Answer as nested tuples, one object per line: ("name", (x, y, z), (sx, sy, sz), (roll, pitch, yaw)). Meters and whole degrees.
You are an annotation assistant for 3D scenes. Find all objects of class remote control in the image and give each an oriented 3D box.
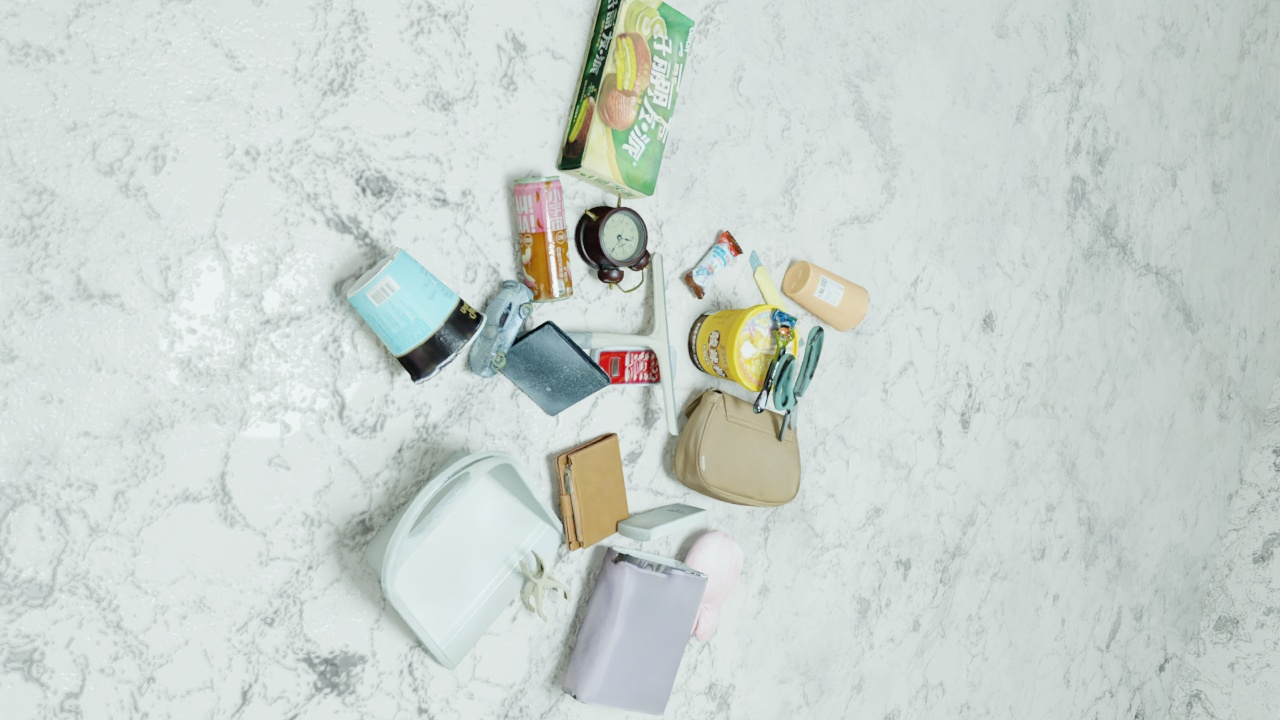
("remote control", (-0.007, 0.007, 1.224), (0.135, 0.020, 0.056), (0, 95, -36))
("remote control", (0.031, 0.218, 1.240), (0.134, 0.056, 0.019), (-7, 100, -50))

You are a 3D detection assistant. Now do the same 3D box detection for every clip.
("clip", (-0.132, 0.289, 1.144), (0.089, 0.035, 0.104), (-53, 139, -11))

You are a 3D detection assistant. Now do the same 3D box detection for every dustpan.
("dustpan", (-0.190, 0.218, 1.041), (0.222, 0.143, 0.258), (-48, 119, -22))

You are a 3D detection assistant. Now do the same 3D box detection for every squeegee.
("squeegee", (-0.058, -0.025, 1.153), (0.246, 0.039, 0.246), (0, 82, -29))

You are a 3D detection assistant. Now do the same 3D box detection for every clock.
("clock", (-0.031, -0.144, 1.165), (0.081, 0.055, 0.122), (-32, 111, -30))

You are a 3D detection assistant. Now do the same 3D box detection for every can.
("can", (-0.116, -0.145, 1.100), (0.057, 0.058, 0.147), (-13, 104, -35))

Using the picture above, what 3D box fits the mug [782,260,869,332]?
("mug", (0.279, -0.101, 1.393), (0.122, 0.078, 0.078), (24, 81, -32))

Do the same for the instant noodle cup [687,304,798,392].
("instant noodle cup", (0.136, -0.021, 1.268), (0.118, 0.115, 0.118), (-6, 100, -36))

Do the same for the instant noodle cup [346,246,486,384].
("instant noodle cup", (-0.248, -0.054, 0.993), (0.120, 0.111, 0.111), (48, 67, -21))

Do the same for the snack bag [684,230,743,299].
("snack bag", (0.101, -0.134, 1.283), (0.105, 0.026, 0.045), (-49, 124, -19))

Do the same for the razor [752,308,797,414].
("razor", (0.177, 0.004, 1.216), (0.042, 0.022, 0.142), (23, 83, -34))

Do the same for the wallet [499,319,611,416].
("wallet", (-0.109, 0.012, 1.112), (0.121, 0.097, 0.019), (46, 28, -30))

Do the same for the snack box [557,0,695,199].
("snack box", (-0.017, -0.333, 1.147), (0.114, 0.063, 0.240), (17, 85, -38))

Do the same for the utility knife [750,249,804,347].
("utility knife", (0.204, -0.088, 1.371), (0.030, 0.019, 0.175), (-44, 120, -29))

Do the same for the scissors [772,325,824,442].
("scissors", (0.220, 0.025, 1.263), (0.176, 0.019, 0.175), (-54, 149, -28))

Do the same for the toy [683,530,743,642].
("toy", (0.095, 0.322, 1.316), (0.121, 0.054, 0.159), (33, 75, -45))

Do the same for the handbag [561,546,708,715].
("handbag", (-0.012, 0.355, 1.216), (0.144, 0.099, 0.197), (23, 83, -38))

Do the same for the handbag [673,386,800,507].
("handbag", (0.137, 0.130, 1.304), (0.204, 0.100, 0.147), (22, 75, -36))

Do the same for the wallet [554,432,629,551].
("wallet", (-0.061, 0.171, 1.193), (0.107, 0.031, 0.132), (-21, 108, -44))

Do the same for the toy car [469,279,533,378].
("toy car", (-0.167, -0.037, 1.078), (0.036, 0.054, 0.120), (30, 79, -38))
